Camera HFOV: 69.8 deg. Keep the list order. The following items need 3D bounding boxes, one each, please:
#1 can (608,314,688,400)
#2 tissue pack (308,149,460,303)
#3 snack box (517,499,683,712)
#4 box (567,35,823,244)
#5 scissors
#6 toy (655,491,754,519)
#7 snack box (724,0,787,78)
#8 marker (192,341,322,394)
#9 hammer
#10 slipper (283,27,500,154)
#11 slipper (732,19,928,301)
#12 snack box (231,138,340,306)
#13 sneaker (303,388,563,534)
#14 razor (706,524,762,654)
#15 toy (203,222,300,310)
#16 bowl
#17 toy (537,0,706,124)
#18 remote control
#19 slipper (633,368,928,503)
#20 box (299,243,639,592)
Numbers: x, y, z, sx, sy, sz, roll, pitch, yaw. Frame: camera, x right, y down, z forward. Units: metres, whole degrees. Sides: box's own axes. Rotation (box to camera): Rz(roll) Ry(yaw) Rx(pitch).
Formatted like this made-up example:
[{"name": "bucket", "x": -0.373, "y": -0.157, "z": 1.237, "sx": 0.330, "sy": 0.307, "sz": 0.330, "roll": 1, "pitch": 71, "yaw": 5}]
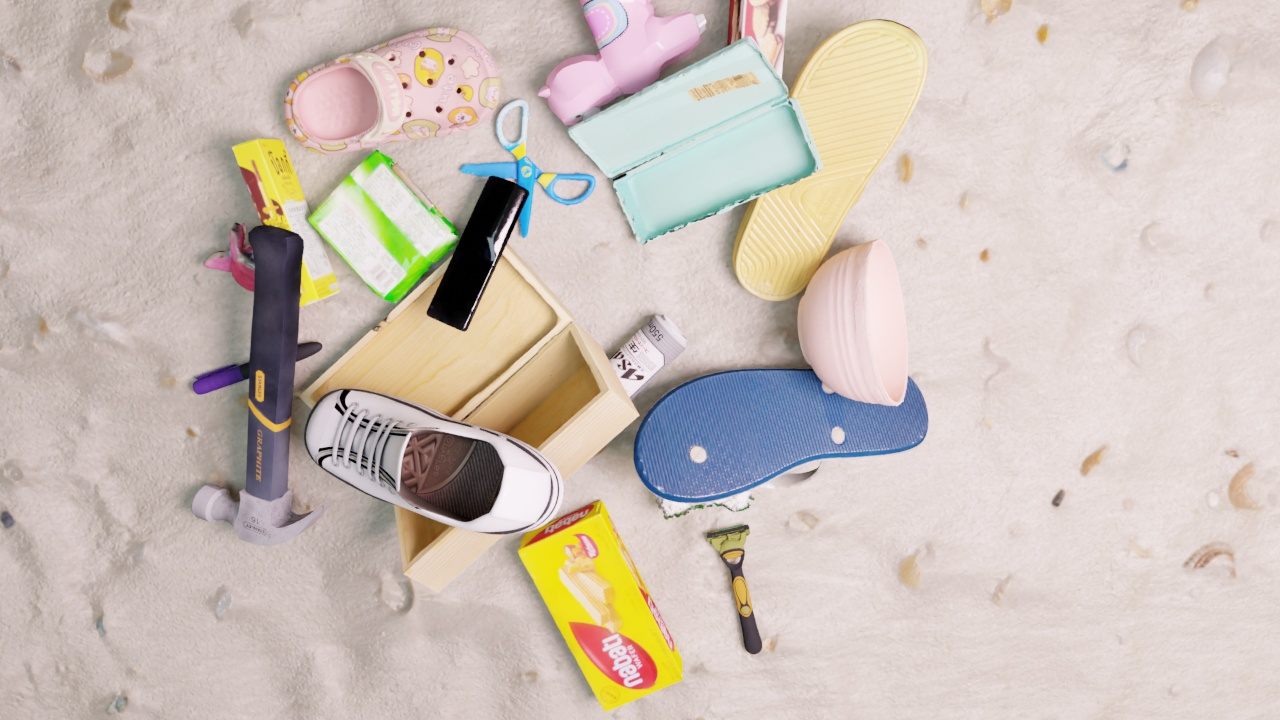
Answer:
[{"name": "can", "x": -0.005, "y": 0.005, "z": 0.873, "sx": 0.107, "sy": 0.044, "sz": 0.044, "roll": -44, "pitch": 99, "yaw": 9}, {"name": "tissue pack", "x": -0.234, "y": -0.124, "z": 0.844, "sx": 0.099, "sy": 0.034, "sz": 0.114, "roll": -41, "pitch": 94, "yaw": 8}, {"name": "snack box", "x": -0.038, "y": 0.250, "z": 0.928, "sx": 0.092, "sy": 0.042, "sz": 0.201, "roll": -24, "pitch": 101, "yaw": 6}, {"name": "box", "x": 0.046, "y": -0.185, "z": 0.788, "sx": 0.187, "sy": 0.055, "sz": 0.138, "roll": -17, "pitch": 117, "yaw": 31}, {"name": "scissors", "x": -0.104, "y": -0.176, "z": 0.848, "sx": 0.125, "sy": 0.013, "sz": 0.127, "roll": 1, "pitch": 98, "yaw": -2}, {"name": "toy", "x": 0.059, "y": 0.097, "z": 0.897, "sx": 0.096, "sy": 0.041, "sz": 0.109, "roll": -4, "pitch": 90, "yaw": 1}, {"name": "snack box", "x": 0.101, "y": -0.354, "z": 0.778, "sx": 0.044, "sy": 0.076, "sz": 0.273, "roll": 1, "pitch": 103, "yaw": -5}, {"name": "marker", "x": -0.370, "y": 0.005, "z": 0.886, "sx": 0.134, "sy": 0.015, "sz": 0.018, "roll": -19, "pitch": 74, "yaw": 4}, {"name": "hammer", "x": -0.344, "y": 0.029, "z": 0.840, "sx": 0.139, "sy": 0.035, "sz": 0.313, "roll": 17, "pitch": 112, "yaw": 14}, {"name": "slipper", "x": -0.224, "y": -0.236, "z": 0.800, "sx": 0.197, "sy": 0.081, "sz": 0.093, "roll": -11, "pitch": 101, "yaw": 4}, {"name": "slipper", "x": 0.158, "y": -0.177, "z": 0.819, "sx": 0.099, "sy": 0.078, "sz": 0.264, "roll": 22, "pitch": 119, "yaw": -2}, {"name": "snack box", "x": -0.320, "y": -0.125, "z": 0.834, "sx": 0.025, "sy": 0.061, "sz": 0.149, "roll": -17, "pitch": 102, "yaw": 4}, {"name": "sneaker", "x": -0.191, "y": 0.083, "z": 0.759, "sx": 0.246, "sy": 0.097, "sz": 0.091, "roll": 18, "pitch": 86, "yaw": 22}, {"name": "razor", "x": 0.104, "y": 0.237, "z": 0.939, "sx": 0.044, "sy": 0.021, "sz": 0.144, "roll": -13, "pitch": 105, "yaw": 3}, {"name": "toy", "x": -0.349, "y": -0.078, "z": 0.856, "sx": 0.066, "sy": 0.050, "sz": 0.102, "roll": -28, "pitch": 108, "yaw": 42}, {"name": "bowl", "x": 0.188, "y": -0.030, "z": 0.826, "sx": 0.076, "sy": 0.152, "sz": 0.153, "roll": -6, "pitch": 104, "yaw": 27}, {"name": "toy", "x": -0.024, "y": -0.282, "z": 0.798, "sx": 0.158, "sy": 0.067, "sz": 0.123, "roll": -24, "pitch": 100, "yaw": 9}, {"name": "remote control", "x": -0.148, "y": -0.097, "z": 0.823, "sx": 0.045, "sy": 0.021, "sz": 0.140, "roll": 23, "pitch": 88, "yaw": 25}, {"name": "slipper", "x": 0.131, "y": 0.064, "z": 0.870, "sx": 0.294, "sy": 0.060, "sz": 0.118, "roll": -8, "pitch": 78, "yaw": -13}, {"name": "box", "x": -0.158, "y": 0.041, "z": 0.858, "sx": 0.248, "sy": 0.118, "sz": 0.252, "roll": -41, "pitch": 74, "yaw": 7}]
